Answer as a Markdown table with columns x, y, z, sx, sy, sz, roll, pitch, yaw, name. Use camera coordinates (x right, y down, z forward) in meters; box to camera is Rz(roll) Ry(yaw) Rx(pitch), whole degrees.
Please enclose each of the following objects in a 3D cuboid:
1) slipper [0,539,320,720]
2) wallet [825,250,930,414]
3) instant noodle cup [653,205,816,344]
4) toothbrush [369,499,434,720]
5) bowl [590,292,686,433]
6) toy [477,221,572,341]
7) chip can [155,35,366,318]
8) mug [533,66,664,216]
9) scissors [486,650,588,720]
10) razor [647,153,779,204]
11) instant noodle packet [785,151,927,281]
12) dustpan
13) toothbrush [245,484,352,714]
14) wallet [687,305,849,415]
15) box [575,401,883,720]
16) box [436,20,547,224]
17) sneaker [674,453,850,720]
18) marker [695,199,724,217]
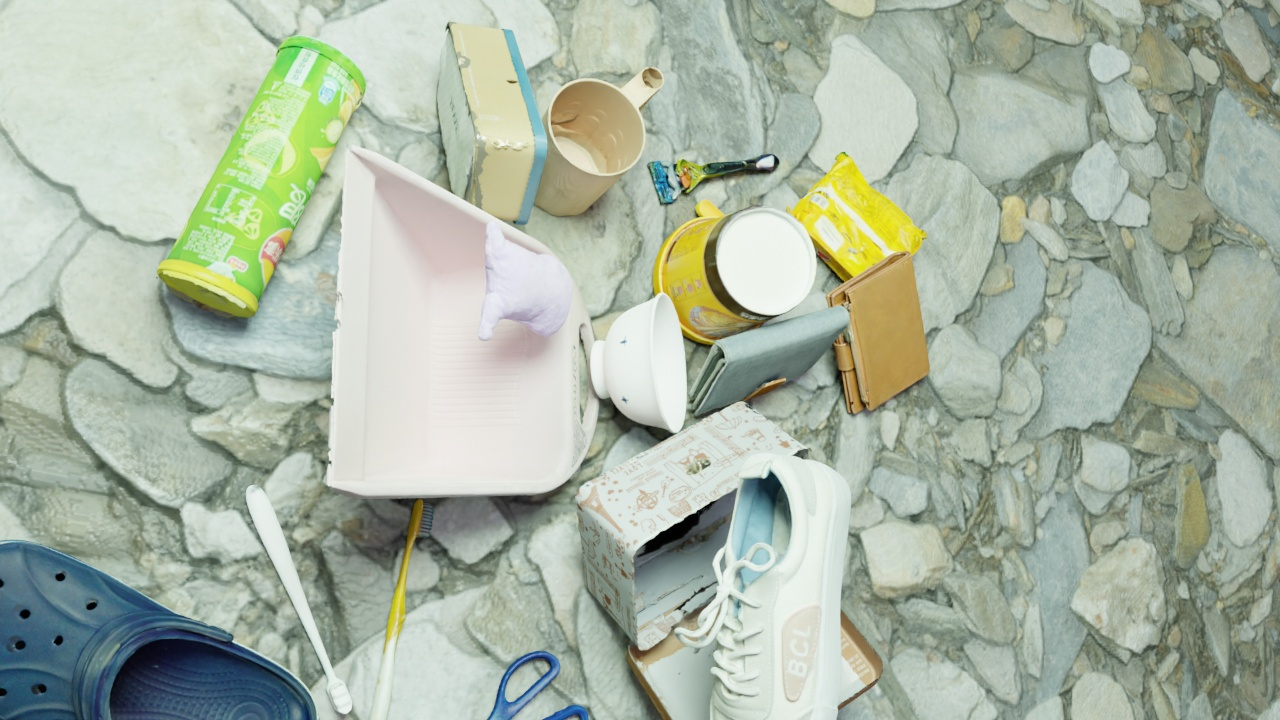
| x | y | z | sx | sy | sz | roll | pitch | yaw | name |
| --- | --- | --- | --- | --- | --- | --- | --- | --- | --- |
| -0.328 | 0.207 | 0.589 | 0.252 | 0.095 | 0.105 | 33 | 65 | -17 | slipper |
| 0.230 | -0.025 | 0.881 | 0.107 | 0.031 | 0.132 | -30 | 117 | -24 | wallet |
| 0.085 | -0.078 | 0.803 | 0.118 | 0.115 | 0.118 | 2 | 84 | -19 | instant noodle cup |
| -0.181 | 0.200 | 0.693 | 0.018 | 0.016 | 0.191 | 16 | 72 | -28 | toothbrush |
| -0.005 | 0.005 | 0.775 | 0.065 | 0.118 | 0.118 | -5 | 77 | 15 | bowl |
| -0.083 | -0.049 | 0.678 | 0.108 | 0.039 | 0.084 | 15 | 81 | -65 | toy |
| -0.281 | -0.143 | 0.696 | 0.072 | 0.073 | 0.221 | 25 | 71 | -16 | chip can |
| -0.041 | -0.191 | 0.790 | 0.084 | 0.104 | 0.124 | 45 | 65 | -8 | mug |
| -0.114 | 0.301 | 0.701 | 0.141 | 0.012 | 0.170 | 33 | 70 | -13 | scissors |
| 0.077 | -0.183 | 0.884 | 0.142 | 0.022 | 0.042 | -14 | 86 | -25 | razor |
| 0.212 | -0.133 | 0.917 | 0.128 | 0.044 | 0.110 | 45 | 68 | -5 | instant noodle packet |
| -0.109 | -0.011 | 0.669 | 0.139 | 0.273 | 0.222 | -2 | 81 | 2 | dustpan |
| -0.249 | 0.174 | 0.669 | 0.016 | 0.016 | 0.180 | -23 | 87 | -28 | toothbrush |
| 0.112 | 0.004 | 0.811 | 0.129 | 0.107 | 0.037 | -17 | 63 | -25 | wallet |
| 0.073 | 0.167 | 0.709 | 0.179 | 0.157 | 0.226 | -23 | 57 | -25 | box |
| -0.121 | -0.187 | 0.729 | 0.059 | 0.090 | 0.184 | -2 | 52 | -24 | box |
| 0.081 | 0.180 | 0.621 | 0.090 | 0.090 | 0.242 | 22 | 75 | -40 | sneaker |
| 0.100 | -0.108 | 0.881 | 0.124 | 0.015 | 0.018 | 41 | 68 | -12 | marker |
